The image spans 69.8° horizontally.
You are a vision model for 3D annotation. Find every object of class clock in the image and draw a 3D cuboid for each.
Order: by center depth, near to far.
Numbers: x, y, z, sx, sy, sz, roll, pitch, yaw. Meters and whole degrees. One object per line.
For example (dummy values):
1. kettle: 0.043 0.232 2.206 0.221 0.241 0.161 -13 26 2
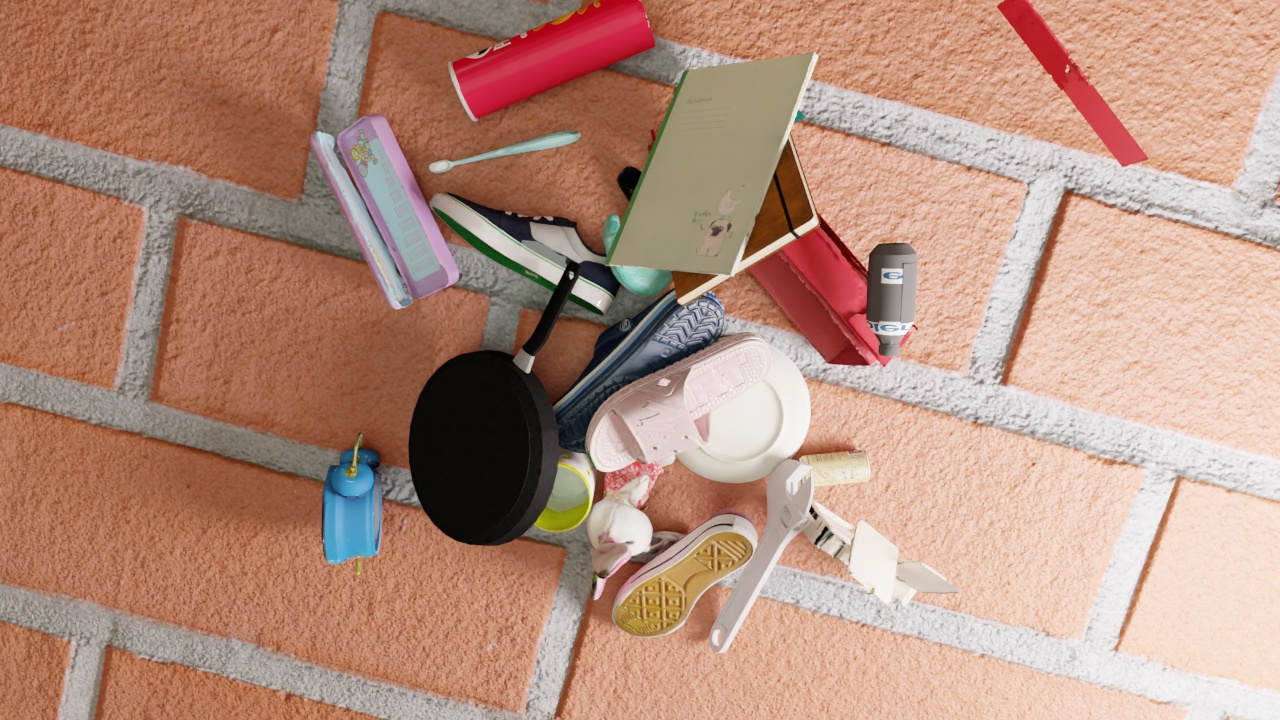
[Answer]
1. clock: -0.342 0.166 1.092 0.060 0.116 0.161 2 104 -9

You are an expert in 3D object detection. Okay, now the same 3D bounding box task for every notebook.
1. notebook: 0.093 -0.196 0.954 0.179 0.248 0.014 -30 139 27
2. notebook: 0.069 -0.206 0.961 0.010 0.182 0.252 33 74 -43

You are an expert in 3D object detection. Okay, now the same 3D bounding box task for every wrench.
1. wrench: 0.141 0.240 1.112 0.018 0.086 0.274 13 115 -26

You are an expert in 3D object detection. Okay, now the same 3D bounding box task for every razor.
1. razor: 0.034 -0.165 1.057 0.151 0.067 0.054 48 130 7

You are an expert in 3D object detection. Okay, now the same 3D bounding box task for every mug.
1. mug: -0.094 0.146 1.083 0.082 0.106 0.082 0 100 2

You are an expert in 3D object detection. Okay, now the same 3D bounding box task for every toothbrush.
1. toothbrush: -0.157 -0.242 1.064 0.181 0.016 0.016 -12 99 3

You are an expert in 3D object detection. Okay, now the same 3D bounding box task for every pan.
1. pan: -0.157 0.044 1.035 0.225 0.034 0.357 39 109 32

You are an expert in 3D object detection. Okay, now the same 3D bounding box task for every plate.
1. plate: 0.114 0.063 1.097 0.182 0.034 0.182 0 100 2

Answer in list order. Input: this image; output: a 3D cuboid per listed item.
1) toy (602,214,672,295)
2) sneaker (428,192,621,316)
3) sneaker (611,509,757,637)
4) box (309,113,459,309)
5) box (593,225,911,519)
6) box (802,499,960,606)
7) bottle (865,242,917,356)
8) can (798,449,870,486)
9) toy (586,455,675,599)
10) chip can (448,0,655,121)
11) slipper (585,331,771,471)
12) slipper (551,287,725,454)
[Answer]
1. toy: -0.001 -0.113 1.041 0.105 0.085 0.033 24 146 -33
2. sneaker: -0.125 -0.142 1.053 0.235 0.084 0.079 29 83 -5
3. sneaker: 0.050 0.245 1.107 0.118 0.087 0.242 35 121 -16
4. box: -0.297 -0.167 1.051 0.096 0.077 0.214 -28 99 -25
5. box: 0.116 -0.014 0.972 0.213 0.153 0.324 48 68 -8
6. box: 0.269 0.220 1.038 0.143 0.191 0.069 33 98 -11
7. bottle: 0.246 -0.060 0.902 0.047 0.047 0.112 0 102 2
8. can: 0.232 0.130 1.102 0.079 0.038 0.038 -6 99 3
9. toy: -0.018 0.181 1.076 0.084 0.159 0.193 23 60 0
10. chip can: -0.097 -0.339 1.017 0.221 0.069 0.069 -21 98 5
11. slipper: 0.048 0.053 1.021 0.239 0.064 0.094 -31 129 -3
12. slipper: -0.006 0.006 1.065 0.253 0.095 0.105 -44 130 14
